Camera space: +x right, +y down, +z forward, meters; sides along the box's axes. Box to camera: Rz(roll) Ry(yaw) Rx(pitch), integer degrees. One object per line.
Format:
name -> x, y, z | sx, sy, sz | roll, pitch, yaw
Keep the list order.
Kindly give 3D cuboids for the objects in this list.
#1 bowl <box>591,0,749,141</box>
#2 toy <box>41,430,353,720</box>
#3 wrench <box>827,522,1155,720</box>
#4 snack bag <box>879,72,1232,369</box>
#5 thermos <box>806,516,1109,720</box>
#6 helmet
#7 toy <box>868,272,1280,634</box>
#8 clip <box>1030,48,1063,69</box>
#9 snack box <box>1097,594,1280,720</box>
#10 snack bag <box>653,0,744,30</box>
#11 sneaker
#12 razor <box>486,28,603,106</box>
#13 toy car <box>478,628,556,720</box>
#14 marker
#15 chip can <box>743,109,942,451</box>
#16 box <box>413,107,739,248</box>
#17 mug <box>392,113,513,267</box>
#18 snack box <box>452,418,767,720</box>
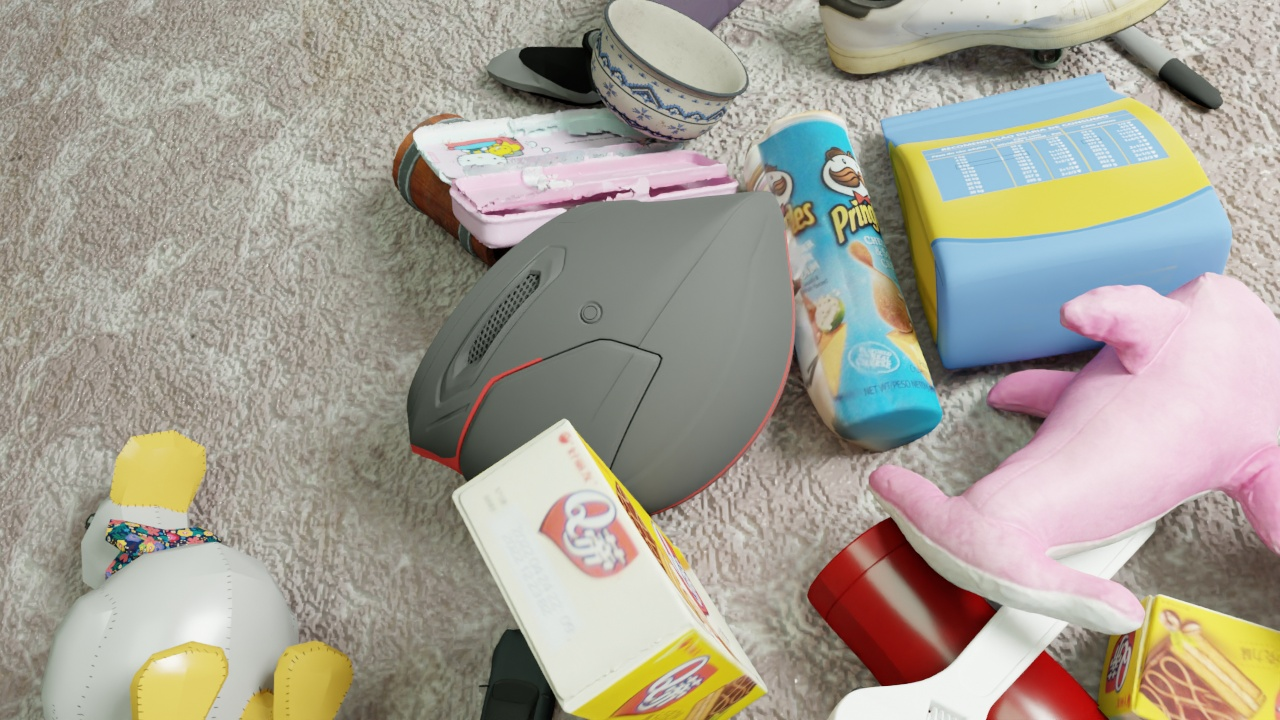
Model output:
bowl -> 0.015, -0.207, 0.673 | 0.115, 0.059, 0.115 | 19, 41, -18
toy -> -0.302, 0.179, 0.583 | 0.268, 0.140, 0.246 | 9, 84, 45
wrench -> 0.186, 0.131, 0.449 | 0.272, 0.018, 0.066 | -27, 55, -36
snack bag -> 0.249, -0.107, 0.588 | 0.159, 0.102, 0.204 | -10, 50, 11
thermos -> 0.169, 0.181, 0.467 | 0.107, 0.084, 0.198 | -17, 52, -33
helmet -> -0.003, 0.003, 0.561 | 0.170, 0.164, 0.265 | 41, 92, 16
toy -> 0.251, 0.025, 0.479 | 0.265, 0.128, 0.187 | -28, 32, -20
clip -> 0.304, -0.252, 0.676 | 0.023, 0.035, 0.074 | 10, 62, 21
snack box -> 0.291, 0.165, 0.448 | 0.106, 0.083, 0.061 | 16, 72, 21
snack bag -> 0.061, -0.329, 0.741 | 0.205, 0.096, 0.058 | -45, 62, -7
sneaker -> 0.237, -0.273, 0.636 | 0.242, 0.102, 0.088 | -2, 55, 31
razor -> -0.066, -0.240, 0.759 | 0.156, 0.060, 0.057 | 9, 53, 40
toy car -> -0.076, 0.219, 0.552 | 0.046, 0.034, 0.112 | 3, 66, 16
marker -> 0.361, -0.223, 0.654 | 0.022, 0.016, 0.138 | -15, 56, -27
chip can -> 0.127, -0.054, 0.604 | 0.080, 0.080, 0.229 | -15, 62, 8
box -> -0.047, -0.136, 0.662 | 0.201, 0.045, 0.154 | -13, 38, -27
mug -> -0.113, -0.136, 0.714 | 0.117, 0.082, 0.111 | -36, 63, -24
snack box -> -0.004, 0.125, 0.465 | 0.061, 0.230, 0.110 | -34, 61, -2
